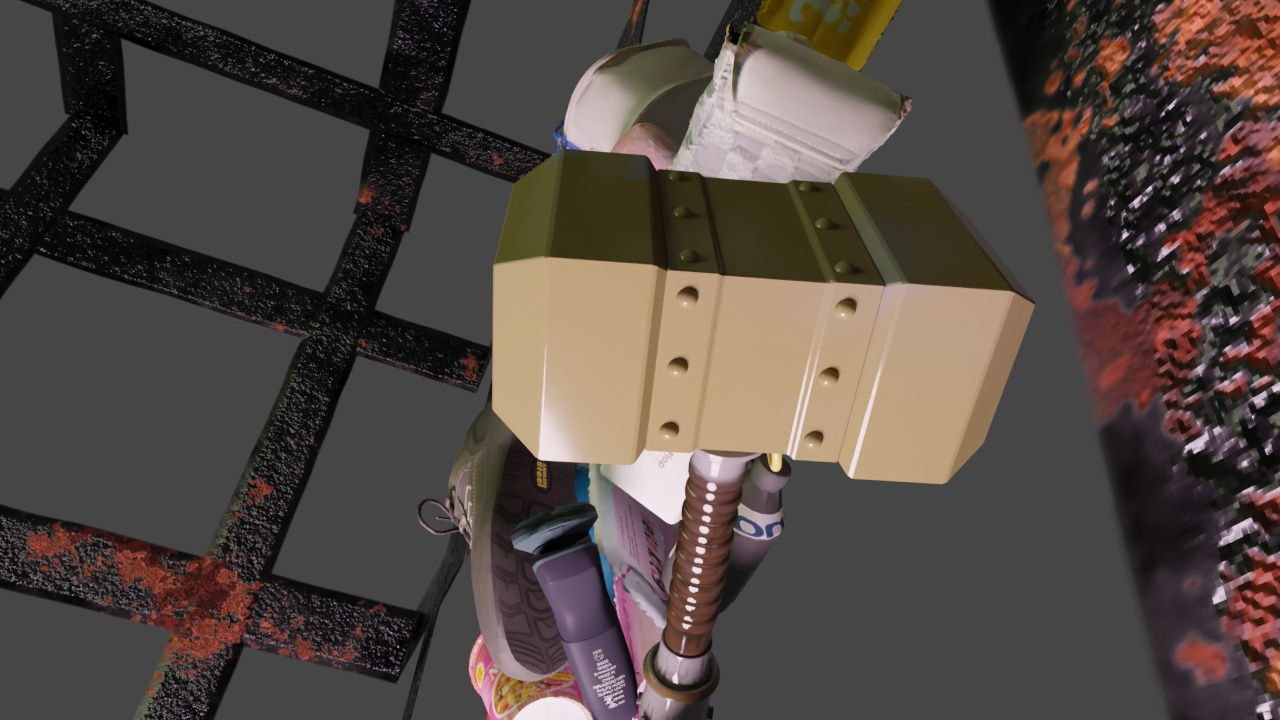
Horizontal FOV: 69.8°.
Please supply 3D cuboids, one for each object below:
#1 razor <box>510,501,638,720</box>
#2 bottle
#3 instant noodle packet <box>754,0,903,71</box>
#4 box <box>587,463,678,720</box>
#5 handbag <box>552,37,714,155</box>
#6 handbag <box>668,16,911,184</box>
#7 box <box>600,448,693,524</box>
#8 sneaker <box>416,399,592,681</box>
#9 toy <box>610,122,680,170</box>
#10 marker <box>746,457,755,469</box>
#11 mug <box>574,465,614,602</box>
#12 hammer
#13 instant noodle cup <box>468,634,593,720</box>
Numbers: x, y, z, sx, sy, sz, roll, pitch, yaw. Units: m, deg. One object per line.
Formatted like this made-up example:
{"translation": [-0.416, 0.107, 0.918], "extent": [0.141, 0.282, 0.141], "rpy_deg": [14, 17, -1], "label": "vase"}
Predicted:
{"translation": [-0.030, 0.143, 0.507], "extent": [0.052, 0.047, 0.143], "rpy_deg": [-134, 26, -71], "label": "razor"}
{"translation": [0.050, 0.096, 0.511], "extent": [0.046, 0.047, 0.113], "rpy_deg": [-91, 22, -56], "label": "bottle"}
{"translation": [0.149, -0.318, 0.634], "extent": [0.221, 0.084, 0.163], "rpy_deg": [-80, 14, -55], "label": "instant noodle packet"}
{"translation": [0.003, 0.131, 0.625], "extent": [0.201, 0.073, 0.150], "rpy_deg": [-105, 10, -67], "label": "box"}
{"translation": [-0.005, -0.205, 0.887], "extent": [0.200, 0.093, 0.200], "rpy_deg": [-30, -28, -46], "label": "handbag"}
{"translation": [0.073, -0.112, 0.574], "extent": [0.123, 0.112, 0.172], "rpy_deg": [-75, 9, -61], "label": "handbag"}
{"translation": [0.045, 0.037, 0.529], "extent": [0.107, 0.076, 0.102], "rpy_deg": [-58, -18, 22], "label": "box"}
{"translation": [-0.113, 0.126, 0.703], "extent": [0.143, 0.101, 0.237], "rpy_deg": [-30, 49, 41], "label": "sneaker"}
{"translation": [-0.017, -0.097, 0.811], "extent": [0.189, 0.088, 0.239], "rpy_deg": [-47, -14, -40], "label": "toy"}
{"translation": [0.079, 0.043, 0.531], "extent": [0.017, 0.017, 0.147], "rpy_deg": [-97, 29, -62], "label": "marker"}
{"translation": [-0.045, 0.150, 0.783], "extent": [0.112, 0.084, 0.104], "rpy_deg": [56, -128, -69], "label": "mug"}
{"translation": [0.030, 0.081, 0.429], "extent": [0.100, 0.190, 0.326], "rpy_deg": [-92, 7, -57], "label": "hammer"}
{"translation": [-0.084, 0.270, 0.740], "extent": [0.098, 0.097, 0.108], "rpy_deg": [-70, 20, 8], "label": "instant noodle cup"}
